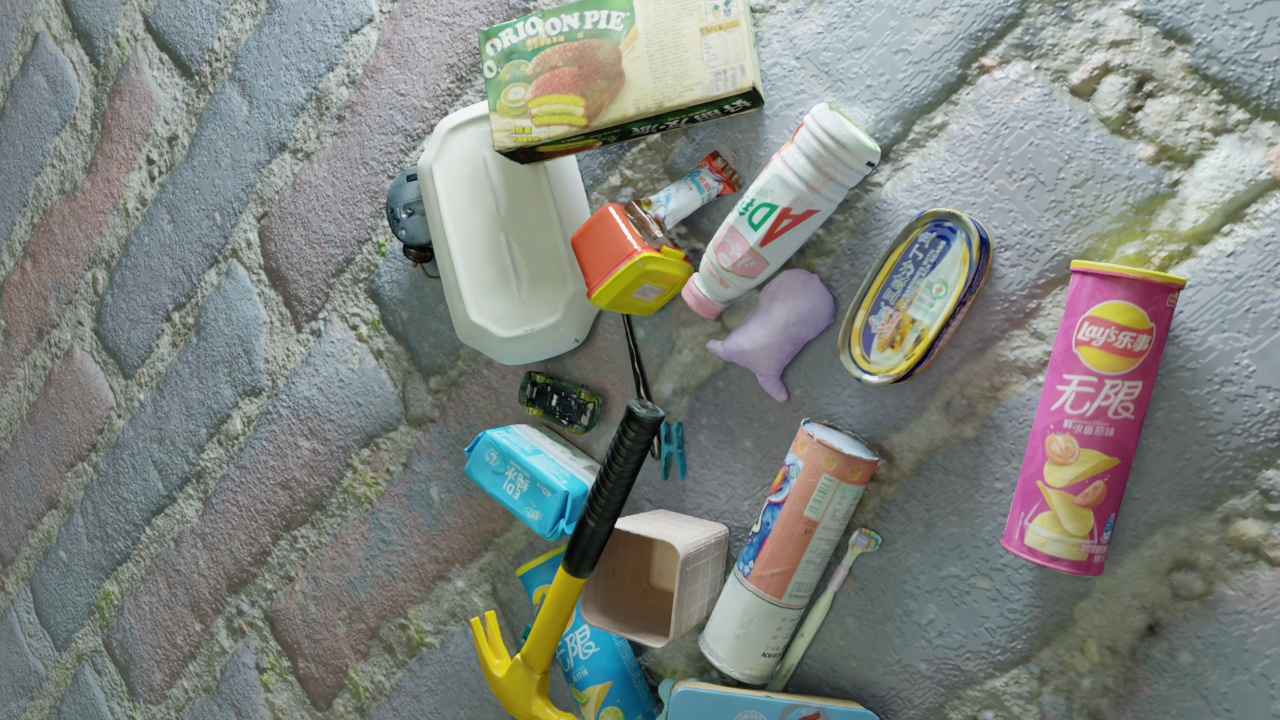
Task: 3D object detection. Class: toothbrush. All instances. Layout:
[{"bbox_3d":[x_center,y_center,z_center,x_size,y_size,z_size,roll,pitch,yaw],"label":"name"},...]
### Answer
[{"bbox_3d":[0.146,0.222,0.773,0.190,0.029,0.020,-64,21,17],"label":"toothbrush"},{"bbox_3d":[-0.005,0.005,0.857,0.016,0.018,0.181,-16,85,27],"label":"toothbrush"}]

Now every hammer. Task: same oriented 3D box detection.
[{"bbox_3d":[-0.053,0.168,0.751,0.129,0.032,0.301,32,108,26],"label":"hammer"}]

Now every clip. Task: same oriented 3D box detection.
[{"bbox_3d":[0.030,0.083,0.840,0.043,0.014,0.056,0,93,31],"label":"clip"}]

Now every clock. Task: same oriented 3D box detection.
[{"bbox_3d":[-0.216,-0.145,0.954,0.082,0.055,0.122,-6,90,29],"label":"clock"}]

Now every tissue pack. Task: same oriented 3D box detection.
[{"bbox_3d":[-0.093,0.114,0.869,0.140,0.089,0.063,33,107,26],"label":"tissue pack"}]

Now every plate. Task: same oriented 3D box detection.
[{"bbox_3d":[-0.129,-0.128,0.881,0.162,0.034,0.265,-14,84,7],"label":"plate"}]

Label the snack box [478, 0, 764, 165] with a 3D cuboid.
[{"bbox_3d":[-0.018,-0.255,0.801,0.240,0.063,0.114,-10,86,18],"label":"snack box"}]

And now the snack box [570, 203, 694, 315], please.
[{"bbox_3d":[-0.009,-0.091,0.815,0.082,0.091,0.080,-39,66,26],"label":"snack box"}]

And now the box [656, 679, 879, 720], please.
[{"bbox_3d":[0.095,0.307,0.730,0.184,0.061,0.089,5,79,-2],"label":"box"}]

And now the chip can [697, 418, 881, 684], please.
[{"bbox_3d":[0.121,0.157,0.755,0.071,0.071,0.215,30,106,26],"label":"chip can"}]

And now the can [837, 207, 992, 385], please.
[{"bbox_3d":[0.211,-0.047,0.708,0.074,0.049,0.148,37,109,25],"label":"can"}]

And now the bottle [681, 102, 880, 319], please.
[{"bbox_3d":[0.109,-0.115,0.758,0.068,0.068,0.197,50,117,20],"label":"bottle"}]

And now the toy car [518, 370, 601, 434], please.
[{"bbox_3d":[-0.076,0.039,0.887,0.091,0.036,0.043,22,101,29],"label":"toy car"}]

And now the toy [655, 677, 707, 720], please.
[{"bbox_3d":[0.079,0.336,0.782,0.156,0.050,0.161,-23,87,4],"label":"toy"}]

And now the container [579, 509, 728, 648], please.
[{"bbox_3d":[0.018,0.182,0.794,0.090,0.110,0.090,9,96,30],"label":"container"}]

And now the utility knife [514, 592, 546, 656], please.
[{"bbox_3d":[-0.108,0.277,0.875,0.029,0.013,0.216,43,139,21],"label":"utility knife"}]

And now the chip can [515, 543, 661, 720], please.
[{"bbox_3d":[-0.043,0.277,0.856,0.071,0.071,0.210,-33,76,27],"label":"chip can"}]

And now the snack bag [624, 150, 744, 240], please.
[{"bbox_3d":[0.039,-0.143,0.795,0.048,0.104,0.026,50,156,20],"label":"snack bag"}]

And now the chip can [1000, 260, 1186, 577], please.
[{"bbox_3d":[0.311,0.040,0.638,0.071,0.071,0.210,16,100,29],"label":"chip can"}]

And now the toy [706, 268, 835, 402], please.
[{"bbox_3d":[0.118,-0.026,0.770,0.084,0.038,0.108,39,107,5],"label":"toy"}]
